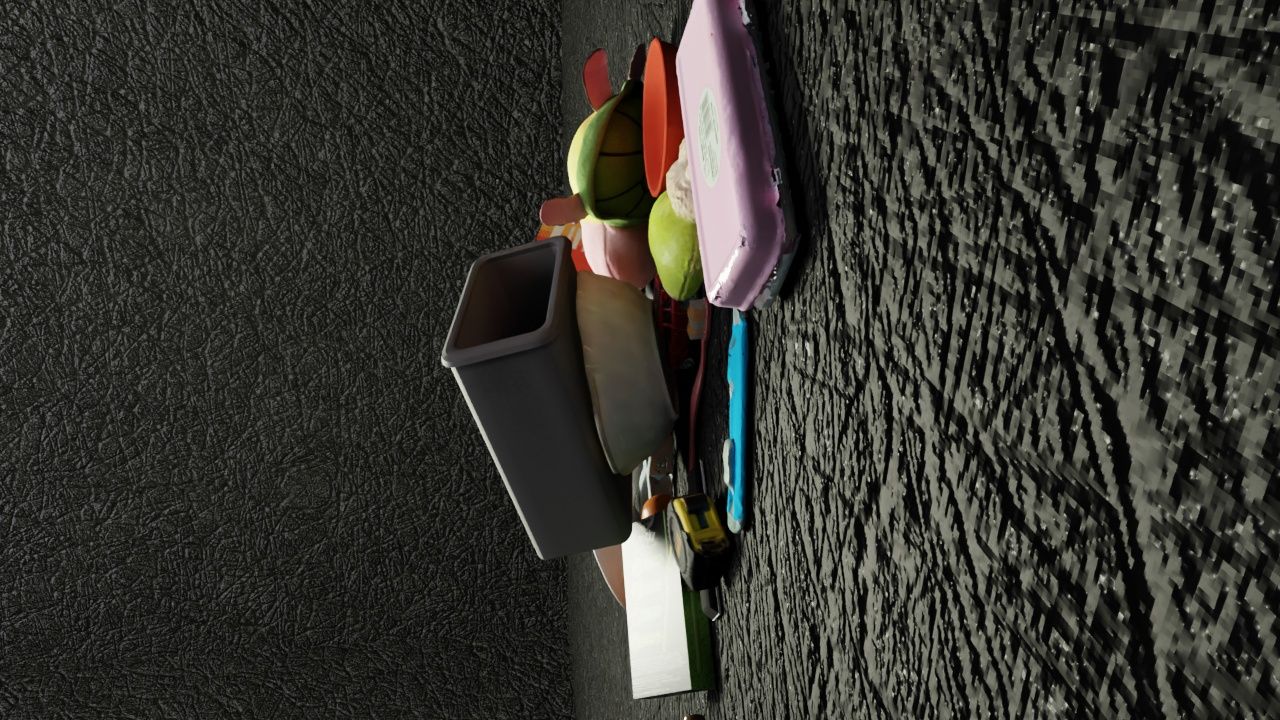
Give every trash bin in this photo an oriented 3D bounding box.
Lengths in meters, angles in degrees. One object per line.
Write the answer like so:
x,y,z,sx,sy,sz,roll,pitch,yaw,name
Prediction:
-0.080,0.031,0.821,0.191,0.098,0.220,-91,-15,-58,trash bin

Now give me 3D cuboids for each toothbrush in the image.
0.044,0.030,0.747,0.015,0.015,0.185,-113,20,-53,toothbrush

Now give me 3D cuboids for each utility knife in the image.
0.063,0.041,0.603,0.031,0.015,0.158,-143,53,-75,utility knife

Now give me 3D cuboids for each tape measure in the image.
0.044,0.132,0.688,0.067,0.038,0.062,92,164,-47,tape measure

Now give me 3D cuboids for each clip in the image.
0.013,0.123,0.954,0.143,0.029,0.172,-118,28,-71,clip

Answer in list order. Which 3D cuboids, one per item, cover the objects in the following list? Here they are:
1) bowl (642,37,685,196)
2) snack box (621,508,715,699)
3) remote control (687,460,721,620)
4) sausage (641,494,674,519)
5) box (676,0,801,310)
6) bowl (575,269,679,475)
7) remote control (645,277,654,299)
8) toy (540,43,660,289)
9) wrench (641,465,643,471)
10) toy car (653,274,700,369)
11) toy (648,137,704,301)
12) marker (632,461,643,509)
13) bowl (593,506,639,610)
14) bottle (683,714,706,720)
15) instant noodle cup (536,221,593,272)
0.027,-0.192,0.732,0.122,0.035,0.122,177,91,-83,bowl
0.021,0.207,0.782,0.080,0.025,0.147,-33,55,47,snack box
0.050,0.143,0.734,0.028,0.011,0.124,103,163,-63,remote control
0.019,0.202,0.879,0.044,0.039,0.164,-122,30,-66,sausage
0.057,-0.129,0.531,0.087,0.044,0.202,112,156,-59,box
-0.005,0.005,0.823,0.219,0.060,0.189,-94,-10,-53,bowl
0.008,-0.020,0.983,0.041,0.020,0.152,-102,15,-50,remote control
-0.021,-0.177,0.876,0.189,0.088,0.239,-42,-39,-51,toy
0.001,0.074,1.096,0.070,0.010,0.273,169,99,-82,wrench
0.030,-0.035,0.764,0.042,0.036,0.091,-108,12,-65,toy car
0.034,-0.107,0.673,0.092,0.046,0.115,-103,20,-52,toy
-0.007,0.117,1.006,0.020,0.017,0.133,-49,20,45,marker
-0.014,0.202,1.017,0.149,0.043,0.149,-23,-91,-82,bowl
0.049,0.330,0.633,0.173,0.055,0.055,-98,10,-47,bottle
-0.054,-0.108,1.096,0.121,0.123,0.123,86,179,-64,instant noodle cup
